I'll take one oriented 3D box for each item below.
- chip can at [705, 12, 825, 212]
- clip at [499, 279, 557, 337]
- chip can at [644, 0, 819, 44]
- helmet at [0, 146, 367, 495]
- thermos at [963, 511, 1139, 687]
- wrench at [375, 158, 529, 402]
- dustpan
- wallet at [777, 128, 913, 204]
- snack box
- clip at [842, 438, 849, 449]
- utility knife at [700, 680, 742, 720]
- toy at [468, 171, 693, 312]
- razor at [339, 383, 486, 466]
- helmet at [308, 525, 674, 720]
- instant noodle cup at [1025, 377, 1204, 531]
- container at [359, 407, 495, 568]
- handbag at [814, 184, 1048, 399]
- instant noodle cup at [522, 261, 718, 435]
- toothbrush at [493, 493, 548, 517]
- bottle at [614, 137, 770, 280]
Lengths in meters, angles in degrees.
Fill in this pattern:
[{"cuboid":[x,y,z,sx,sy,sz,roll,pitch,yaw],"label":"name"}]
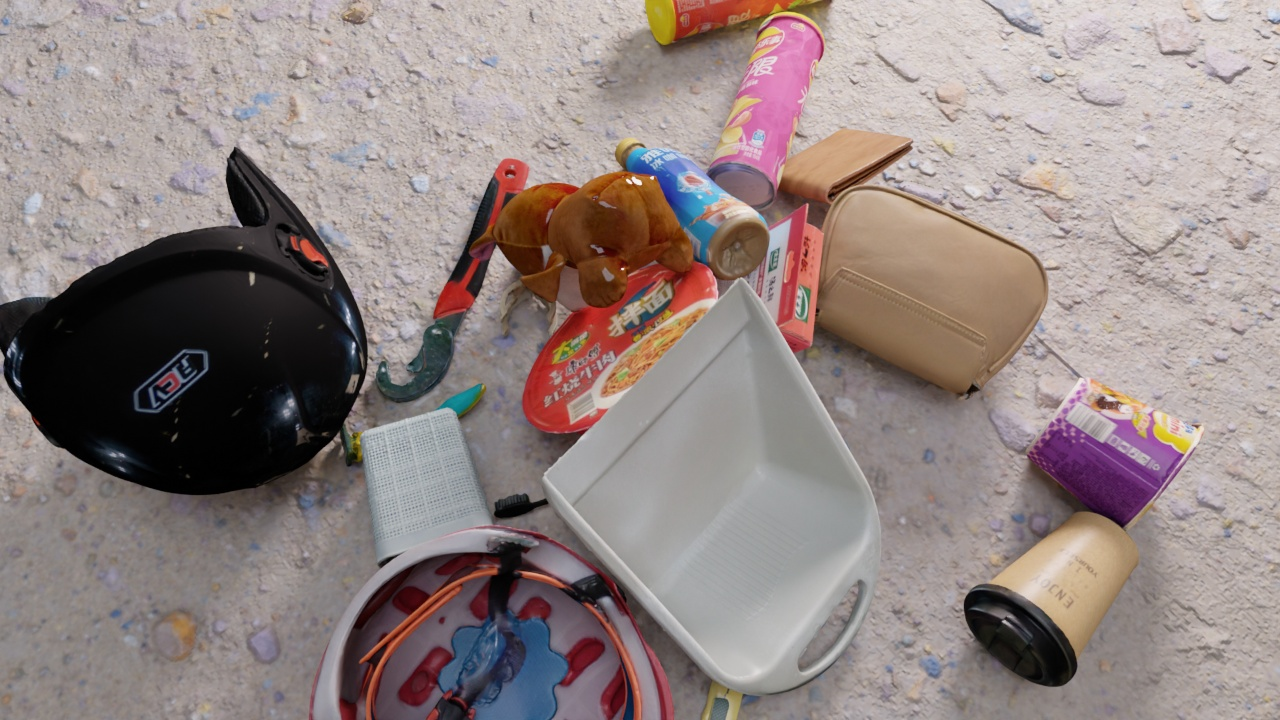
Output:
[{"cuboid":[0.124,-0.244,0.898,0.071,0.071,0.210,17,61,5],"label":"chip can"},{"cuboid":[-0.112,-0.064,0.844,0.092,0.035,0.103,-18,64,-11],"label":"clip"},{"cuboid":[0.115,-0.399,0.976,0.216,0.073,0.073,-19,69,-9],"label":"chip can"},{"cuboid":[-0.327,-0.010,0.691,0.233,0.275,0.230,-37,99,-3],"label":"helmet"},{"cuboid":[0.327,0.186,0.725,0.143,0.093,0.093,-35,72,-23],"label":"thermos"},{"cuboid":[-0.166,-0.080,0.859,0.056,0.016,0.272,20,68,6],"label":"wrench"},{"cuboid":[0.085,0.118,0.682,0.143,0.258,0.222,27,61,36],"label":"dustpan"},{"cuboid":[0.189,-0.191,0.888,0.115,0.020,0.101,-32,33,-17],"label":"wallet"},{"cuboid":[0.113,-0.058,0.797,0.044,0.127,0.113,23,64,-25],"label":"snack box"},{"cuboid":[0.159,0.062,0.808,0.026,0.039,0.058,-23,70,-10],"label":"clip"},{"cuboid":[0.061,0.272,0.718,0.031,0.020,0.195,18,62,4],"label":"utility knife"},{"cuboid":[-0.051,-0.100,0.778,0.139,0.130,0.200,-25,29,-38],"label":"toy"},{"cuboid":[-0.194,0.052,0.794,0.132,0.028,0.043,-24,38,-9],"label":"razor"},{"cuboid":[-0.099,0.231,0.661,0.240,0.144,0.206,39,78,-4],"label":"helmet"},{"cuboid":[0.389,0.074,0.768,0.099,0.112,0.111,37,70,23],"label":"instant noodle cup"},{"cuboid":[-0.171,0.108,0.739,0.090,0.090,0.111,-17,65,-9],"label":"container"},{"cuboid":[0.247,-0.062,0.825,0.204,0.100,0.147,28,76,10],"label":"handbag"},{"cuboid":[-0.005,0.004,0.763,0.193,0.194,0.066,-51,121,-20],"label":"instant noodle cup"},{"cuboid":[-0.034,0.101,0.787,0.189,0.014,0.016,-16,43,-10],"label":"toothbrush"},{"cuboid":[0.036,-0.149,0.837,0.065,0.065,0.218,-26,42,-13],"label":"bottle"}]
